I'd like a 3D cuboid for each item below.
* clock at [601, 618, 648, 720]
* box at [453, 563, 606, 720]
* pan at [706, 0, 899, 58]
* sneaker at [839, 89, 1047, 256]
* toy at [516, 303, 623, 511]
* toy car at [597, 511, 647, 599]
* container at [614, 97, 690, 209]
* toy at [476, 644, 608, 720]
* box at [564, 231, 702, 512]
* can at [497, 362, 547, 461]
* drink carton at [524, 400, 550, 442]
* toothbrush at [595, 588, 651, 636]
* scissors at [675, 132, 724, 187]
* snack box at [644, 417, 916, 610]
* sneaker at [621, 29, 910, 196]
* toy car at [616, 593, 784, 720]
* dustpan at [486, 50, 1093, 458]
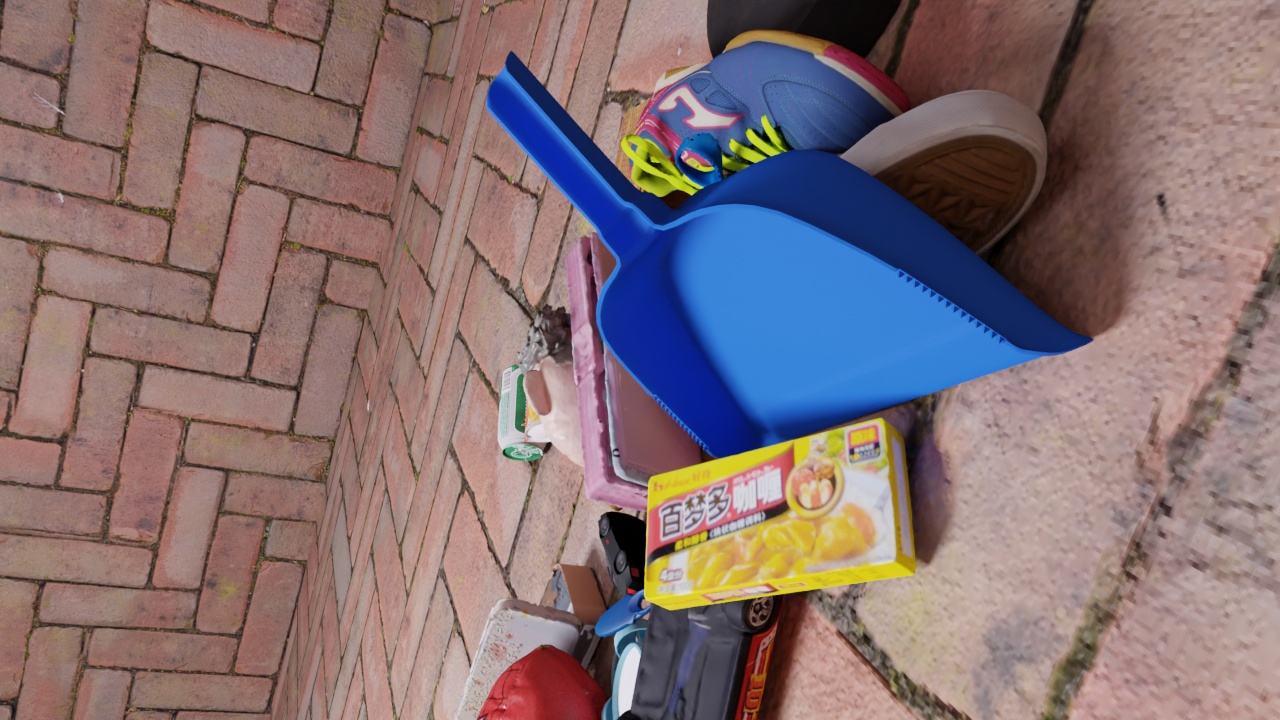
[{"bbox_3d":[0.002,0.228,0.642,0.123,0.042,0.087,175,105,-71],"label":"clock"},{"bbox_3d":[-0.101,0.279,0.802,0.107,0.095,0.217,-70,2,-67],"label":"box"},{"bbox_3d":[0.135,-0.278,0.567,0.356,0.043,0.248,17,95,66],"label":"pan"},{"bbox_3d":[0.110,-0.077,0.489,0.236,0.087,0.079,-41,32,56],"label":"sneaker"},{"bbox_3d":[-0.040,0.038,0.737,0.076,0.132,0.175,-34,64,40],"label":"toy"},{"bbox_3d":[-0.007,0.148,0.687,0.036,0.042,0.091,-67,26,17],"label":"toy car"},{"bbox_3d":[0.016,-0.154,0.737,0.061,0.063,0.114,11,90,54],"label":"container"},{"bbox_3d":[-0.076,0.323,0.682,0.147,0.099,0.216,22,-104,-72],"label":"toy"},{"bbox_3d":[-0.002,0.004,0.689,0.046,0.098,0.232,-47,36,39],"label":"box"},{"bbox_3d":[-0.124,0.053,0.981,0.053,0.053,0.101,-45,40,52],"label":"can"},{"bbox_3d":[-0.093,0.018,0.943,0.069,0.039,0.122,-23,54,33],"label":"drink carton"},{"bbox_3d":[0.012,0.160,0.624,0.133,0.016,0.021,-36,46,31],"label":"toothbrush"},{"bbox_3d":[0.055,-0.098,0.583,0.134,0.103,0.015,120,172,-65],"label":"scissors"},{"bbox_3d":[0.069,0.085,0.491,0.153,0.025,0.075,-19,54,35],"label":"snack box"},{"bbox_3d":[0.069,-0.136,0.587,0.091,0.116,0.242,-61,28,-6],"label":"sneaker"},{"bbox_3d":[0.036,0.183,0.543,0.082,0.056,0.189,13,89,48],"label":"toy car"},{"bbox_3d":[0.032,-0.054,0.451,0.059,0.257,0.246,-46,8,-30],"label":"dustpan"}]
